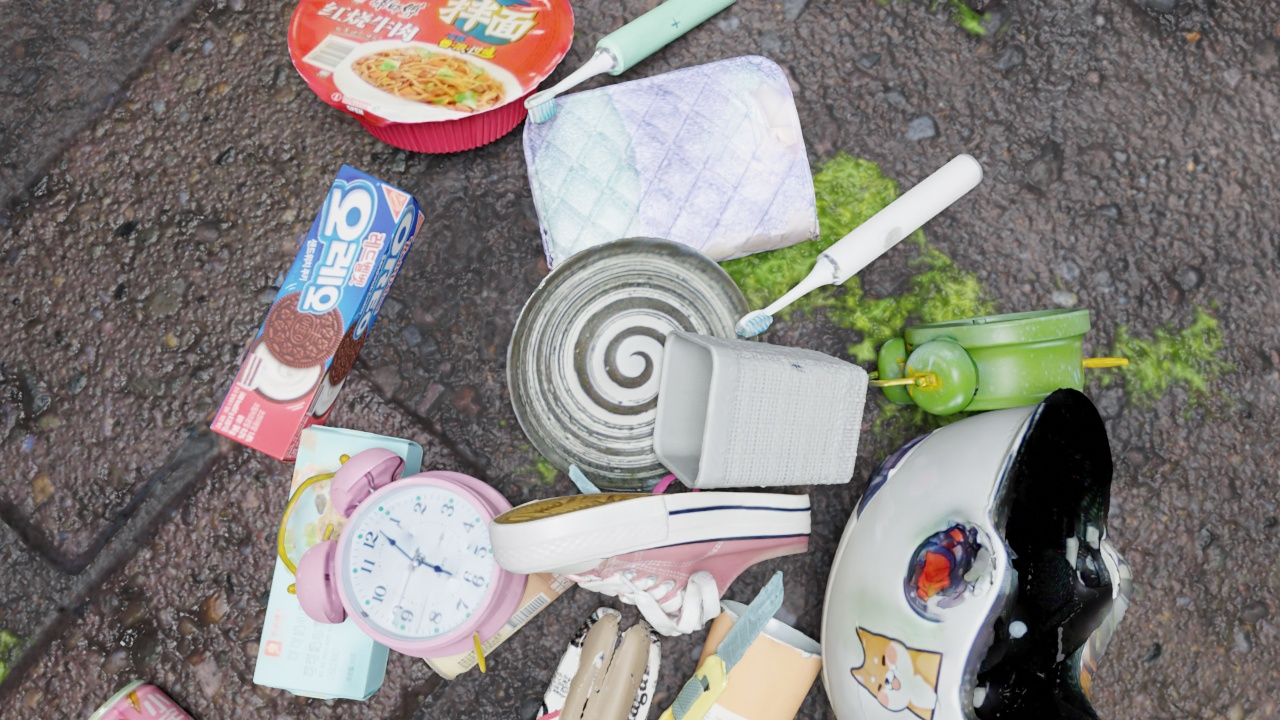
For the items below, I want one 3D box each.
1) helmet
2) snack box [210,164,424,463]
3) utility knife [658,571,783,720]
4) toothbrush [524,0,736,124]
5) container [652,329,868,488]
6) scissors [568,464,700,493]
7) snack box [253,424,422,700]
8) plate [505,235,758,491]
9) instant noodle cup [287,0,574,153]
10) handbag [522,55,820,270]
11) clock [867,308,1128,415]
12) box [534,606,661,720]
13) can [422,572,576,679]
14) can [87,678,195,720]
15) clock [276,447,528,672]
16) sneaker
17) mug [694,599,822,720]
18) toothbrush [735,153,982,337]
[{"bbox_3d":[0.196,0.158,0.560,0.157,0.229,0.273,-7,77,41],"label":"helmet"},{"bbox_3d":[-0.224,-0.033,0.649,0.058,0.057,0.207,24,82,0],"label":"snack box"},{"bbox_3d":[0.032,0.218,0.583,0.022,0.031,0.221,24,111,-36],"label":"utility knife"},{"bbox_3d":[-0.002,-0.223,0.641,0.026,0.027,0.223,14,44,41],"label":"toothbrush"},{"bbox_3d":[0.079,0.033,0.605,0.114,0.090,0.090,4,100,-18],"label":"container"},{"bbox_3d":[-0.004,0.109,0.621,0.130,0.017,0.133,-48,119,-21],"label":"scissors"},{"bbox_3d":[-0.203,0.136,0.627,0.074,0.052,0.174,8,82,0],"label":"snack box"},{"bbox_3d":[-0.004,0.004,0.637,0.179,0.024,0.179,-3,101,-13],"label":"plate"},{"bbox_3d":[-0.143,-0.212,0.646,0.194,0.066,0.193,1,55,-2],"label":"instant noodle cup"},{"bbox_3d":[0.020,-0.130,0.653,0.194,0.075,0.134,-12,87,0],"label":"handbag"},{"bbox_3d":[0.222,0.001,0.614,0.161,0.116,0.056,-7,92,-4],"label":"clock"},{"bbox_3d":[-0.025,0.250,0.604,0.083,0.075,0.163,17,80,16],"label":"box"},{"bbox_3d":[-0.098,0.156,0.620,0.116,0.058,0.058,-39,84,-5],"label":"can"},{"bbox_3d":[-0.296,0.279,0.604,0.147,0.058,0.058,38,84,5],"label":"can"},{"bbox_3d":[-0.149,0.119,0.570,0.158,0.060,0.117,18,79,8],"label":"clock"},{"bbox_3d":[0.018,0.125,0.564,0.240,0.118,0.087,6,80,-40],"label":"sneaker"},{"bbox_3d":[0.063,0.231,0.603,0.078,0.078,0.122,25,87,3],"label":"mug"},{"bbox_3d":[0.155,-0.080,0.652,0.220,0.026,0.027,-35,117,-13],"label":"toothbrush"}]
